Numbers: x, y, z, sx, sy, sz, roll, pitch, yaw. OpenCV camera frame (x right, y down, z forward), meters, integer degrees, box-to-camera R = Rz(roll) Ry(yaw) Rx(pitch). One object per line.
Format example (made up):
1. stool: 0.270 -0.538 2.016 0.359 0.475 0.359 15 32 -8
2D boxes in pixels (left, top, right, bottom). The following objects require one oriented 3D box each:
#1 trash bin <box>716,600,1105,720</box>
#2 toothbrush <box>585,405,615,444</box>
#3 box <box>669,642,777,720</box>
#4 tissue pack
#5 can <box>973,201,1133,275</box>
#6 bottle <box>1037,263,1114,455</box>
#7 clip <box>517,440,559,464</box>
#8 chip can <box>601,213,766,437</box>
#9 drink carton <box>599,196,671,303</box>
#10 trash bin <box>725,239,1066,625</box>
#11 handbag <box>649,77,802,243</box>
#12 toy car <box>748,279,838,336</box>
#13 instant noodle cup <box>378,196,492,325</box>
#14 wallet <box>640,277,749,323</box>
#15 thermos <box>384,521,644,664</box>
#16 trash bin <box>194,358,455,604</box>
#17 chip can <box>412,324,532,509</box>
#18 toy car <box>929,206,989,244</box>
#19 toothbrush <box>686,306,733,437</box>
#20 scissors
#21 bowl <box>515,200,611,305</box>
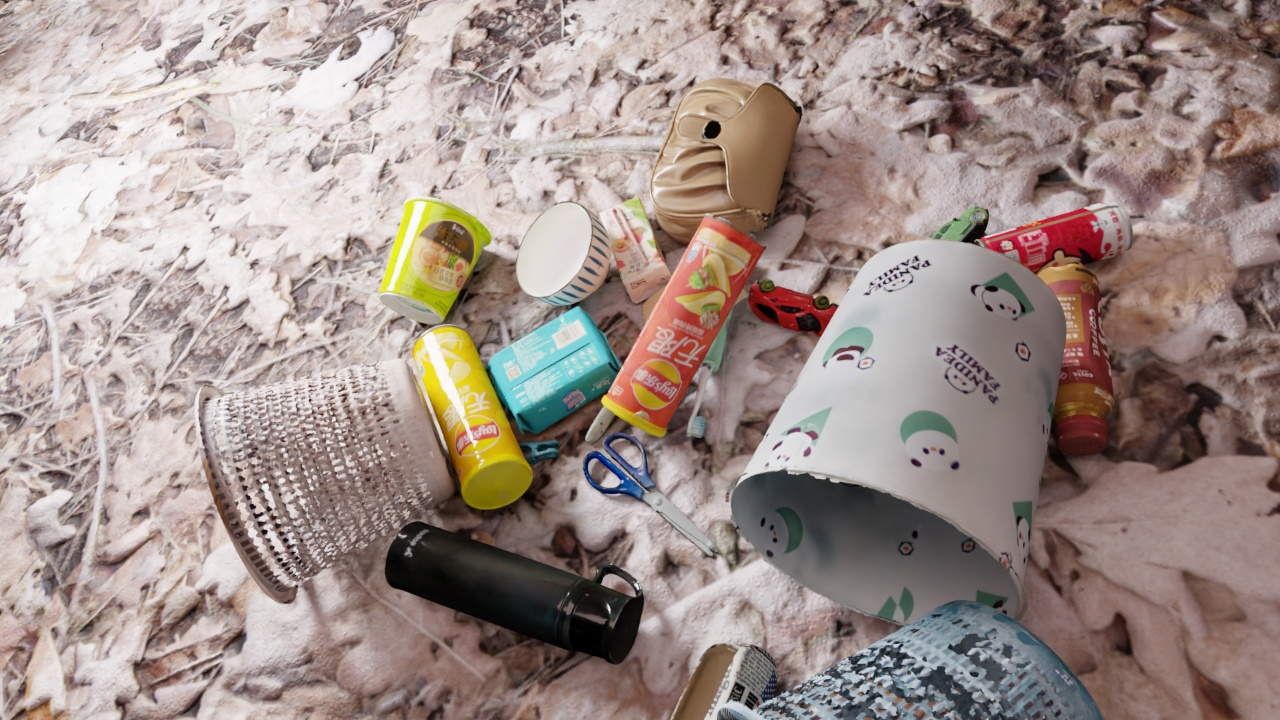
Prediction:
1. trash bin: 0.196 0.278 0.622 0.194 0.227 0.226 -31 52 -19
2. toothbrush: -0.006 0.006 0.951 0.187 0.016 0.017 -57 34 -4
3. box: 0.054 0.298 0.717 0.076 0.088 0.162 26 65 15
4. tissue pack: -0.092 0.012 0.977 0.133 0.050 0.093 -30 54 -1
5. can: 0.397 -0.111 0.886 0.133 0.053 0.053 -16 54 8
6. bottle: 0.385 -0.001 0.816 0.057 0.057 0.174 -2 58 18
7. clip: -0.110 0.096 0.952 0.056 0.014 0.039 -11 55 14
8. chip can: 0.042 -0.035 0.905 0.073 0.073 0.216 29 92 32
9. drink carton: -0.005 -0.128 1.042 0.053 0.045 0.122 -22 53 5
10. trash bin: 0.223 0.053 0.744 0.230 0.230 0.251 15 59 26
11. handbag: 0.094 -0.232 1.042 0.148 0.100 0.204 9 65 20
12. toy car: 0.159 -0.049 0.931 0.106 0.049 0.031 19 66 28
13. instant noodle cup: -0.249 -0.112 1.085 0.112 0.112 0.123 10 70 24
14. wallet: 0.055 -0.065 0.973 0.115 0.024 0.087 -37 45 19
15. thermos: -0.115 0.207 0.855 0.243 0.068 0.089 12 36 23
16. trash bin: -0.298 0.098 0.908 0.192 0.228 0.227 -21 53 -11
17. chip can: -0.179 0.053 0.959 0.072 0.072 0.213 -29 50 -1
18. toy car: 0.317 -0.118 0.925 0.091 0.043 0.036 -42 54 -11
19. toothbrush: 0.075 -0.020 0.955 0.027 0.026 0.224 8 61 14
20. scissors: 0.004 0.140 0.885 0.108 0.012 0.174 -24 55 1
21. bowl: -0.077 -0.113 1.033 0.117 0.066 0.116 -18 61 35
